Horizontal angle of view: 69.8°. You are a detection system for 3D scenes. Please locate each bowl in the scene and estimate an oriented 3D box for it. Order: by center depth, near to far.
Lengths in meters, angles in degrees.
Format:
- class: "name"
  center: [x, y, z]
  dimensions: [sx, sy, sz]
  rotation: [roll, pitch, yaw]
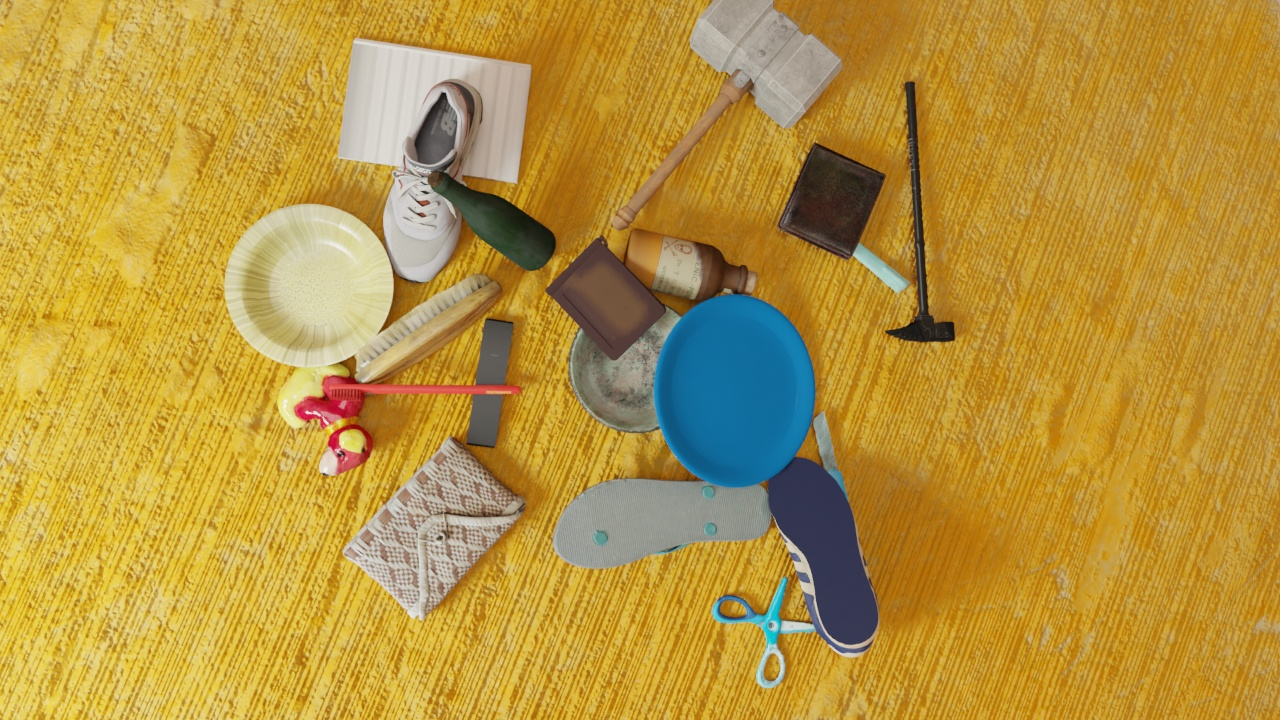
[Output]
- class: "bowl"
  center: [-0.007, 0.006, 1.084]
  dimensions: [0.157, 0.038, 0.157]
  rotation: [0, 88, -5]

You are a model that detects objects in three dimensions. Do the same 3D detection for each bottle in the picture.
- class: "bottle"
  center: [-0.167, -0.159, 1.014]
  dimensions: [0.055, 0.174, 0.055]
  rotation: [-16, 60, 30]
- class: "bottle"
  center: [0.059, -0.107, 1.080]
  dimensions: [0.157, 0.068, 0.068]
  rotation: [12, 87, -5]

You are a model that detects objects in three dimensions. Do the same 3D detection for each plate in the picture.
- class: "plate"
  center: [-0.375, -0.084, 1.053]
  dimensions: [0.184, 0.036, 0.184]
  rotation: [0, 88, -5]
- class: "plate"
  center: [0.109, 0.036, 1.075]
  dimensions: [0.224, 0.024, 0.224]
  rotation: [1, 88, -28]

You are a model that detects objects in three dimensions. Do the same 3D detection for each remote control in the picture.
- class: "remote control"
  center: [-0.177, 0.027, 1.080]
  dimensions: [0.034, 0.013, 0.150]
  rotation: [9, 87, -9]

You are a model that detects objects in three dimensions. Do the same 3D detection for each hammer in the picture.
- class: "hammer"
  center: [0.072, -0.275, 1.078]
  dimensions: [0.162, 0.083, 0.317]
  rotation: [40, 85, -3]
- class: "hammer"
  center: [0.335, -0.184, 1.128]
  dimensions: [0.095, 0.015, 0.324]
  rotation: [0, 85, -23]

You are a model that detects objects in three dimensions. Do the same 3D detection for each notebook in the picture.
- class: "notebook"
  center: [-0.242, -0.295, 1.087]
  dimensions: [0.209, 0.009, 0.142]
  rotation: [7, 88, -5]

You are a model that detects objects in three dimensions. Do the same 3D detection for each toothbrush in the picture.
- class: "toothbrush"
  center: [-0.242, 0.038, 1.042]
  dimensions: [0.212, 0.012, 0.017]
  rotation: [1, 64, -16]

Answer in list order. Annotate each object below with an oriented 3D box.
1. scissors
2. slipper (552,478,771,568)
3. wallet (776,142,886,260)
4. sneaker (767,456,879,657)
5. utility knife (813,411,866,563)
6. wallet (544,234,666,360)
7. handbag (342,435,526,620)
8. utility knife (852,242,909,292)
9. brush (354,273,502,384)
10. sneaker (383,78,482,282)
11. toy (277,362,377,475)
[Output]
- class: "scissors"
  center: [0.147, 0.322, 1.102]
  dimensions: [0.139, 0.011, 0.134]
  rotation: [18, 89, -6]
- class: "slipper"
  center: [0.024, 0.181, 1.082]
  dimensions: [0.268, 0.055, 0.098]
  rotation: [-6, 86, -17]
- class: "wallet"
  center: [0.232, -0.193, 1.114]
  dimensions: [0.099, 0.031, 0.119]
  rotation: [24, 79, -1]
- class: "sneaker"
  center: [0.224, 0.238, 1.088]
  dimensions: [0.091, 0.118, 0.232]
  rotation: [-22, 55, 4]
- class: "utility knife"
  center: [0.242, 0.171, 1.114]
  dimensions: [0.031, 0.015, 0.221]
  rotation: [-13, 93, -7]
- class: "wallet"
  center: [-0.038, -0.070, 1.043]
  dimensions: [0.091, 0.018, 0.115]
  rotation: [-44, 91, 11]
- class: "handbag"
  center: [-0.234, 0.193, 1.053]
  dimensions: [0.124, 0.047, 0.185]
  rotation: [43, 85, -2]
- class: "utility knife"
  center: [0.263, -0.140, 1.126]
  dimensions: [0.166, 0.015, 0.022]
  rotation: [38, 72, -4]
- class: "brush"
  center: [-0.245, -0.037, 1.052]
  dimensions: [0.195, 0.059, 0.043]
  rotation: [-36, 81, -10]
- class: "sneaker"
  center: [-0.237, -0.206, 1.019]
  dimensions: [0.089, 0.124, 0.240]
  rotation: [14, 92, -6]
- class: "toy"
  center: [-0.348, 0.059, 1.044]
  dimensions: [0.105, 0.067, 0.137]
  rotation: [-31, 79, -8]
